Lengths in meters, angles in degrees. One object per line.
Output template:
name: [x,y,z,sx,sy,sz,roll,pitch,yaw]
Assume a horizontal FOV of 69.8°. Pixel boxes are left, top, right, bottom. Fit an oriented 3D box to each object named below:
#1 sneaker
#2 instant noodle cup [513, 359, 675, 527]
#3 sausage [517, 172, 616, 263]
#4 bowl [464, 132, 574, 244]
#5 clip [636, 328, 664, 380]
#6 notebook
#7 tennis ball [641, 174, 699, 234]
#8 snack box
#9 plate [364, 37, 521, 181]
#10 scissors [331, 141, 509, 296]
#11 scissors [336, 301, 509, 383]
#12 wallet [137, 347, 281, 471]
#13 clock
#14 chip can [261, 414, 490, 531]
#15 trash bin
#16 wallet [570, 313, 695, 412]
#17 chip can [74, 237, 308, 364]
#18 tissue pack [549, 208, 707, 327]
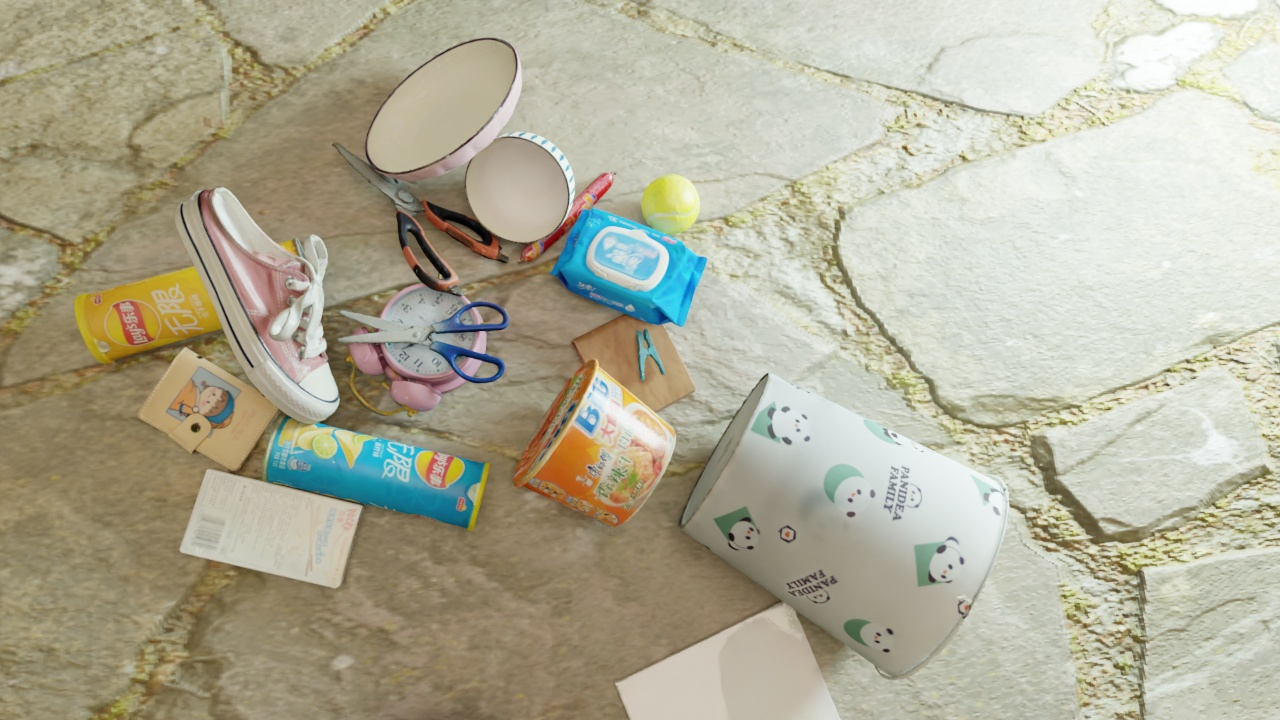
sneaker: [-0.336,-0.054,0.860,0.088,0.118,0.241,-20,108,9]
instant noodle cup: [-0.043,0.090,0.927,0.111,0.151,0.151,34,76,-11]
sausage: [-0.081,-0.159,1.023,0.020,0.020,0.155,44,77,0]
bowl: [-0.123,-0.191,0.986,0.116,0.066,0.117,6,119,10]
clip: [0.007,-0.007,0.996,0.037,0.013,0.055,-15,87,-14]
notebook: [0.096,0.364,0.967,0.209,0.012,0.150,-22,85,-13]
tennis ball: [0.033,-0.173,1.021,0.065,0.065,0.065,2,80,-10]
snack box: [-0.364,0.167,0.913,0.156,0.027,0.084,15,78,-7]
plate: [-0.200,-0.257,0.963,0.193,0.039,0.192,-17,51,21]
scissors: [-0.233,-0.153,0.968,0.224,0.015,0.188,21,43,-21]
scissors: [-0.212,-0.016,0.917,0.170,0.012,0.144,-26,85,-14]
wallet: [-0.434,0.052,0.924,0.115,0.024,0.087,32,72,-5]
clock: [-0.231,-0.012,0.950,0.117,0.060,0.158,43,76,-1]
chip can: [-0.261,0.113,0.917,0.210,0.071,0.071,15,78,-7]
trash bin: [0.191,0.153,0.920,0.252,0.230,0.229,30,76,1]
wallet: [-0.006,0.006,1.009,0.101,0.020,0.115,-29,89,-13]
chip can: [-0.438,-0.062,0.917,0.213,0.072,0.072,-19,84,-13]
tissue pack: [-0.010,-0.102,0.995,0.157,0.052,0.094,23,70,6]
